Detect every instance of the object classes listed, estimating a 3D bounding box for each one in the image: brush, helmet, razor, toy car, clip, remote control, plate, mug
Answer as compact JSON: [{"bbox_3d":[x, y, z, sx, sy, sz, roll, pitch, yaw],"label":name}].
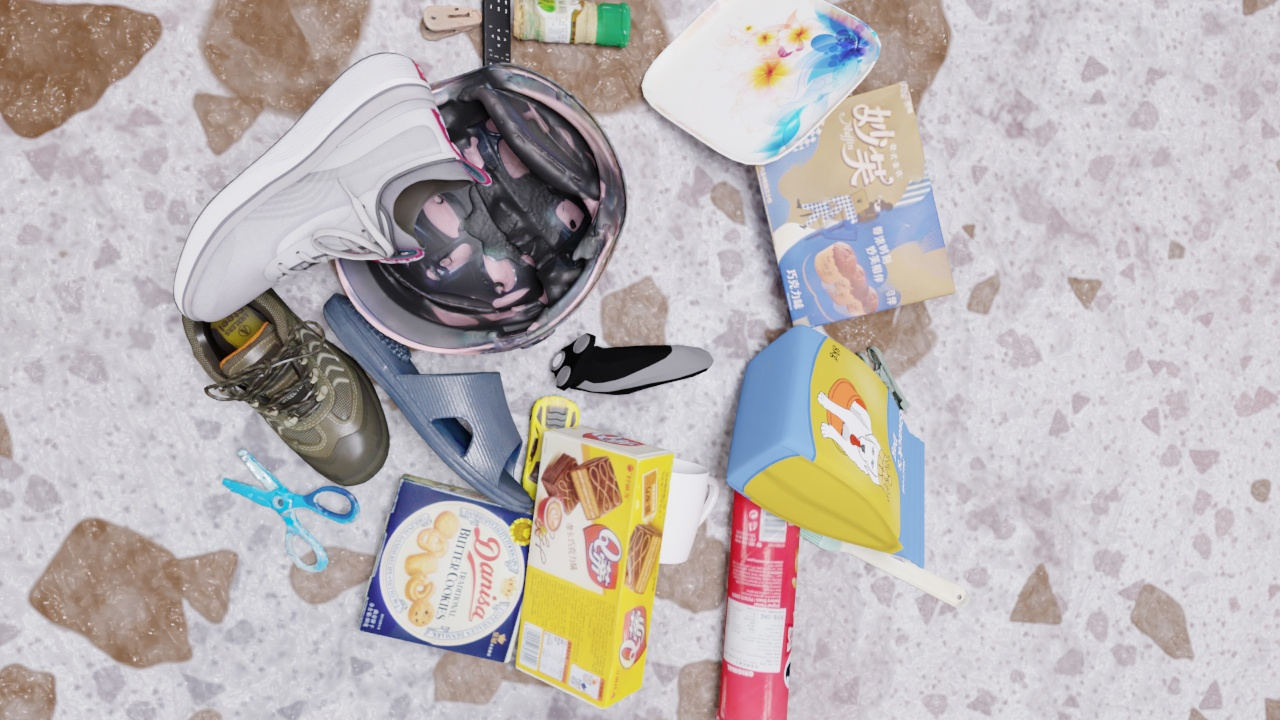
[{"bbox_3d":[0.253,0.209,0.957,0.217,0.012,0.033,27,86,-11],"label":"brush"},{"bbox_3d":[-0.137,-0.124,0.811,0.255,0.152,0.230,-43,94,2],"label":"helmet"},{"bbox_3d":[-0.005,0.005,0.888,0.156,0.057,0.060,4,118,-18],"label":"razor"},{"bbox_3d":[-0.087,0.087,0.886,0.049,0.030,0.107,7,91,-11],"label":"toy car"},{"bbox_3d":[0.255,0.019,0.948,0.049,0.023,0.078,-15,95,-12],"label":"clip"},{"bbox_3d":[-0.182,-0.319,0.870,0.060,0.040,0.024,-13,94,-33],"label":"clip"},{"bbox_3d":[-0.137,-0.333,0.875,0.030,0.009,0.140,-1,91,-44],"label":"remote control"},{"bbox_3d":[0.113,-0.276,0.876,0.187,0.016,0.187,-46,62,-6],"label":"plate"},{"bbox_3d":[0.032,0.143,0.890,0.114,0.081,0.087,6,96,-41],"label":"mug"}]

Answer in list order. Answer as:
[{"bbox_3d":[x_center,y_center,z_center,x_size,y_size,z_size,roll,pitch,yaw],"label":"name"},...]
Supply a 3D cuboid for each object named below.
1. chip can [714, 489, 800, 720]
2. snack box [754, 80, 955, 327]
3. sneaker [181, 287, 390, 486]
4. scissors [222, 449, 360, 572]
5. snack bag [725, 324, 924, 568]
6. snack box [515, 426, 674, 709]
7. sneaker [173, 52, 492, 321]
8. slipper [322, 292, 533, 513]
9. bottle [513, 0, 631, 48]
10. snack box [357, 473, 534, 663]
[{"bbox_3d":[0.117,0.241,0.902,0.073,0.073,0.233,4,89,-10],"label":"chip can"},{"bbox_3d":[0.202,-0.145,0.889,0.155,0.069,0.202,-13,93,11],"label":"snack box"},{"bbox_3d":[-0.306,0.010,0.789,0.101,0.143,0.238,-42,98,-8],"label":"sneaker"},{"bbox_3d":[-0.317,0.125,0.841,0.114,0.013,0.140,-36,94,16],"label":"scissors"},{"bbox_3d":[0.194,0.087,0.869,0.205,0.103,0.158,32,45,-16],"label":"snack bag"},{"bbox_3d":[-0.042,0.184,0.836,0.110,0.061,0.230,12,98,34],"label":"snack box"},{"bbox_3d":[-0.237,-0.104,0.706,0.263,0.096,0.128,-42,85,4],"label":"sneaker"},{"bbox_3d":[-0.173,0.025,0.831,0.082,0.101,0.263,-42,92,2],"label":"slipper"},{"bbox_3d":[-0.066,-0.325,0.878,0.111,0.043,0.043,1,90,-9],"label":"bottle"},{"bbox_3d":[-0.175,0.195,0.865,0.145,0.043,0.144,15,87,-9],"label":"snack box"}]
